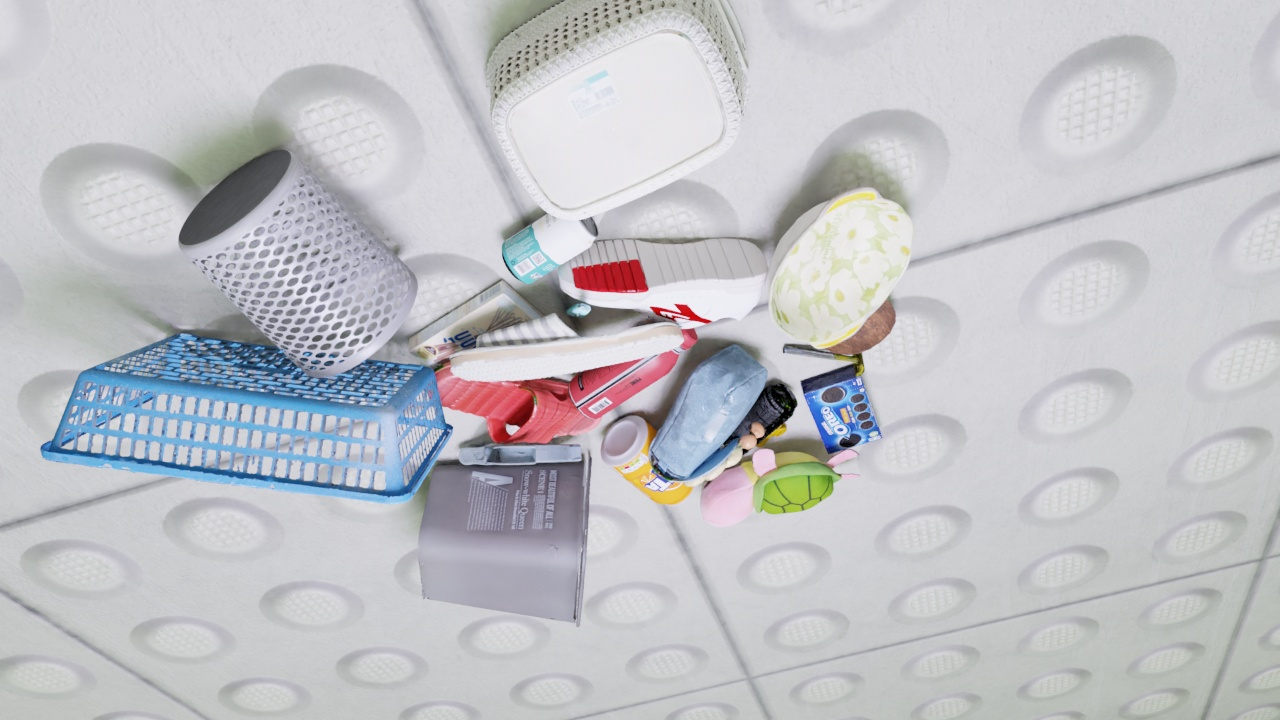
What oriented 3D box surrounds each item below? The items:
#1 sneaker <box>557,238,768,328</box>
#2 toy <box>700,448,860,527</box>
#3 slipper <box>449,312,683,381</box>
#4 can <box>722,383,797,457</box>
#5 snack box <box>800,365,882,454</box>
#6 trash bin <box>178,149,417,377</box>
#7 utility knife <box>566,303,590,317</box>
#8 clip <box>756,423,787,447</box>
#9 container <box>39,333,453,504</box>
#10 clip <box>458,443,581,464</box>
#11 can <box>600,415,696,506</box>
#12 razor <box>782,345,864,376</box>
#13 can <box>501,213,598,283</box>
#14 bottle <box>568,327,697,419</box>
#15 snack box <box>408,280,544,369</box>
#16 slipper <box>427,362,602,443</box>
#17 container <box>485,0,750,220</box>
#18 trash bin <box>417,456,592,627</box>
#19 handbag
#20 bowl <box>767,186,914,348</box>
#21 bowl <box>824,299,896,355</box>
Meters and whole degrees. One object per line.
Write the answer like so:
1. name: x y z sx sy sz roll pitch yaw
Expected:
1. sneaker: 0.024 -0.075 1.059 0.236 0.090 0.104 -5 137 -10
2. toy: 0.201 0.179 1.328 0.238 0.087 0.190 -13 156 3
3. slipper: -0.086 -0.018 1.068 0.273 0.054 0.114 -7 162 4
4. can: 0.153 0.088 1.259 0.054 0.053 0.138 25 127 -29
5. snack box: 0.280 0.071 1.280 0.082 0.027 0.150 -20 134 13
6. trash bin: -0.346 -0.100 0.932 0.157 0.156 0.183 -24 131 15
7. utility knife: -0.068 -0.059 1.042 0.022 0.147 0.015 13 87 -9
8. clip: 0.185 0.097 1.297 0.048 0.046 0.054 37 126 3
9. container: -0.400 0.049 0.997 0.362 0.257 0.089 8 103 -2
10. clip: -0.147 0.128 1.247 0.164 0.030 0.173 5 173 -42
11. can: 0.014 0.142 1.277 0.079 0.079 0.142 -30 132 20
12. razor: 0.238 -0.007 1.195 0.106 0.042 0.026 8 136 -3
13. can: -0.100 -0.129 1.005 0.102 0.054 0.055 -29 132 20
14. bottle: -0.007 0.007 1.150 0.177 0.062 0.062 -33 130 23
15. snack box: -0.197 -0.031 1.109 0.150 0.026 0.082 -28 135 20
16. slipper: -0.157 0.067 1.175 0.248 0.059 0.104 17 134 -34
17. container: -0.021 -0.240 0.843 0.252 0.143 0.185 -22 120 14
18. trash bin: -0.185 0.247 1.287 0.220 0.197 0.198 4 134 -3
19. handbag: 0.097 0.080 1.189 0.118 0.121 0.192 40 125 15
20. bowl: 0.214 -0.114 1.039 0.188 0.060 0.220 -22 137 -15
21. bowl: 0.262 -0.055 1.151 0.114 0.026 0.102 28 125 -30
